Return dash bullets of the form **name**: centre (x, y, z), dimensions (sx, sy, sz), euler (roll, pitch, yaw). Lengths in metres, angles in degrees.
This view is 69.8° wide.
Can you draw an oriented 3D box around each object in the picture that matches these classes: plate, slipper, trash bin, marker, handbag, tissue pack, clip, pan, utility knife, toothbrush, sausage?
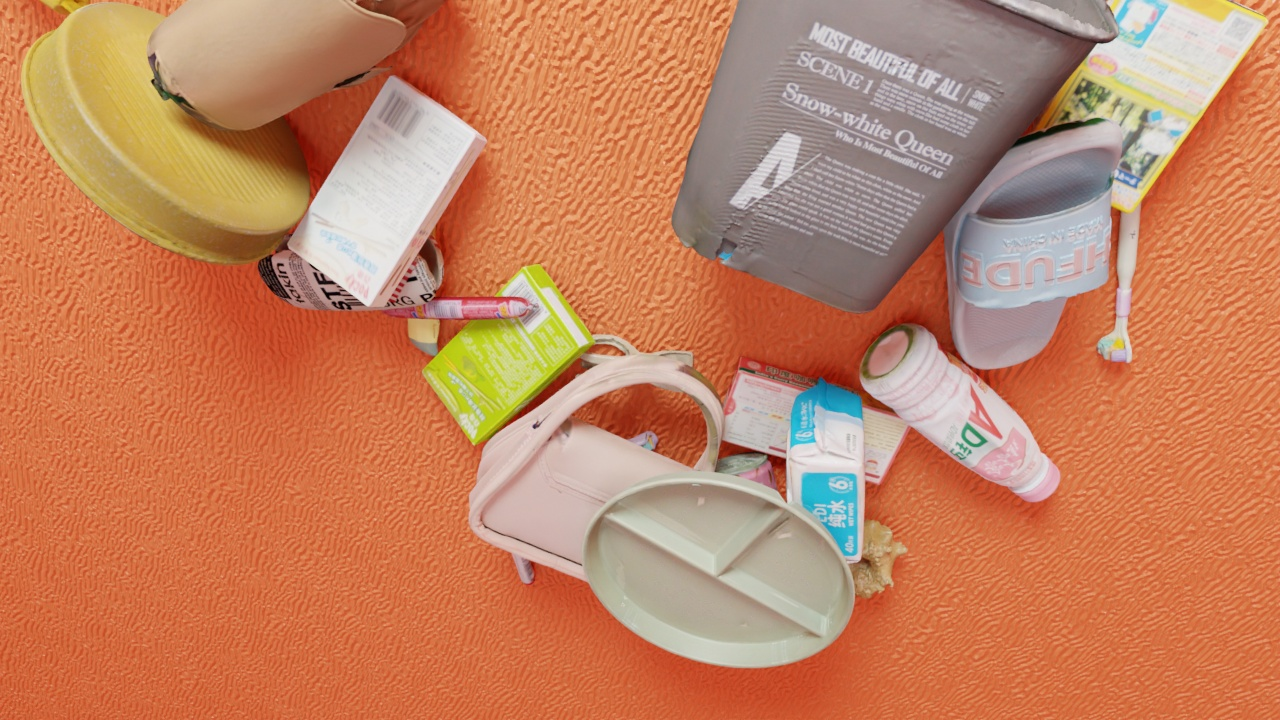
- **plate**: centre (0.063, 0.177, 0.771), dimensions (0.230, 0.027, 0.231), euler (9, 128, 12)
- **slipper**: centre (0.268, -0.062, 0.639), dimensions (0.104, 0.074, 0.246), euler (-12, 143, 4)
- **trash bin**: centre (0.132, -0.169, 0.573), dimensions (0.199, 0.198, 0.220), euler (22, 129, -4)
- **marker**: centre (-0.129, 0.178, 0.929), dimensions (0.017, 0.017, 0.145), euler (-1, 130, 11)
- **handbag**: centre (-0.023, 0.088, 0.797), dimensions (0.193, 0.093, 0.235), euler (24, 126, -19)
- **tissue pack**: centre (0.152, 0.095, 0.758), dimensions (0.063, 0.089, 0.140), euler (0, 125, 12)
- **clip**: centre (-0.005, -0.002, 0.800), dimensions (0.103, 0.076, 0.035), euler (0, 122, -2)
- **pan**: centre (-0.381, -0.219, 0.655), dimensions (0.078, 0.197, 0.357), euler (-32, 91, 21)
- **utility knife**: centre (-0.186, -0.082, 0.782), dimensions (0.031, 0.019, 0.177), euler (9, 124, 1)
- **toothbrush**: centre (0.361, -0.083, 0.683), dimensions (0.020, 0.029, 0.190), euler (-26, 123, -24)
- **toothbrush**: centre (-0.069, 0.105, 0.881), dimensions (0.190, 0.029, 0.021), euler (-23, 74, 24)
- **handbag**: centre (-0.222, -0.227, 0.617), dimensions (0.205, 0.147, 0.100), euler (-17, 116, 25)
- **sausage**: centre (-0.156, -0.044, 0.772), dimensions (0.156, 0.020, 0.020), euler (2, 123, 21)

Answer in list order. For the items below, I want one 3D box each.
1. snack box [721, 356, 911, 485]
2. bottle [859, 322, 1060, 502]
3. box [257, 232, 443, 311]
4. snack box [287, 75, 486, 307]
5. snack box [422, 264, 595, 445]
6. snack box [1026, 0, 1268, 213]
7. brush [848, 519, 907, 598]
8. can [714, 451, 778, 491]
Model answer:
- **snack box**: centre (0.150, 0.054, 0.803), dimensions (0.156, 0.027, 0.077), euler (16, 123, 0)
- **bottle**: centre (0.269, 0.050, 0.759), dimensions (0.197, 0.068, 0.068), euler (38, 121, -18)
- **box**: centre (-0.239, -0.080, 0.779), dimensions (0.164, 0.076, 0.075), euler (-3, 133, 19)
- **snack box**: centre (-0.194, -0.128, 0.701), dimensions (0.085, 0.026, 0.157), euler (36, 100, 9)
- **snack box**: centre (-0.118, -0.003, 0.797), dimensions (0.157, 0.026, 0.086), euler (-41, 81, 29)
- **snack box**: centre (0.326, -0.178, 0.609), dimensions (0.087, 0.033, 0.141), euler (27, 121, 7)
- **brush**: centre (0.124, 0.183, 0.884), dimensions (0.255, 0.045, 0.083), euler (2, 124, 14)
- **can**: centre (0.106, 0.160, 0.832), dimensions (0.058, 0.057, 0.147), euler (-13, 97, 18)
